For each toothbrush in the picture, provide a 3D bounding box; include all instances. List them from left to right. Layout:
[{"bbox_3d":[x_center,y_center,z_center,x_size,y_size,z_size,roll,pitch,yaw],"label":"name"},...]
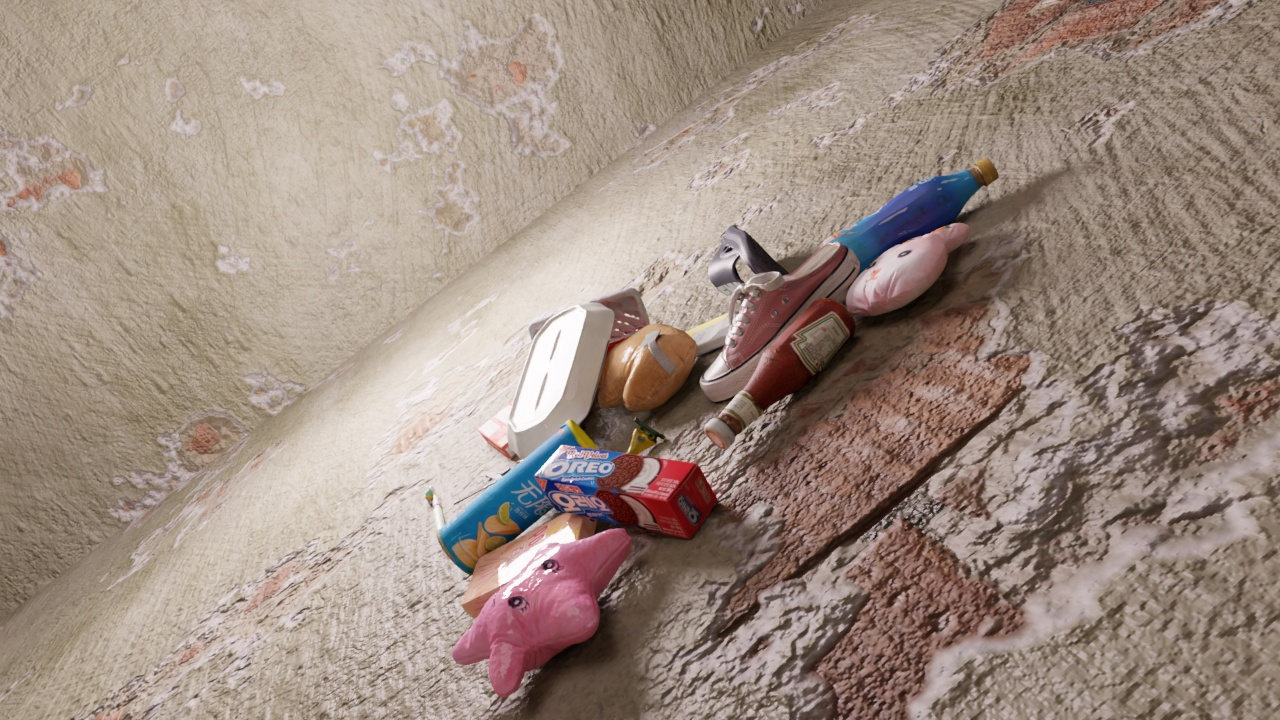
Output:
[{"bbox_3d":[-0.293,0.223,1.318,0.020,0.029,0.189,2,12,-18],"label":"toothbrush"}]

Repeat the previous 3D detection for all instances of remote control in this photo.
[{"bbox_3d":[0.117,-0.041,1.224,0.125,0.024,0.048,-24,22,33],"label":"remote control"}]

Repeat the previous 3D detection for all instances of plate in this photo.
[{"bbox_3d":[-0.118,0.017,1.273,0.162,0.034,0.265,-23,39,37],"label":"plate"}]

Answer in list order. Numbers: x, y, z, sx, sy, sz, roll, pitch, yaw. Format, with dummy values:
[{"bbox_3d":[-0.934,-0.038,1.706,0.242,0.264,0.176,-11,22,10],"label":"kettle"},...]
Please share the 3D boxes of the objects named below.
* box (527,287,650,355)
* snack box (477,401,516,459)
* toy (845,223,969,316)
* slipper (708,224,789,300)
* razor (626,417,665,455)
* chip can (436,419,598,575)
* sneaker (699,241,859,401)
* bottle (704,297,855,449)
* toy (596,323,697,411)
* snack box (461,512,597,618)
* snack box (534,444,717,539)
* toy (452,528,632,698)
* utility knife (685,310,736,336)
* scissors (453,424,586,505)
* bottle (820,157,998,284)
[{"bbox_3d":[-0.088,-0.032,1.374,0.201,0.100,0.094,-17,8,24],"label":"box"},{"bbox_3d":[-0.200,0.106,1.421,0.075,0.025,0.153,-40,20,-15],"label":"snack box"},{"bbox_3d":[0.298,-0.104,1.025,0.159,0.054,0.122,-40,11,-31],"label":"toy"},{"bbox_3d":[0.148,-0.119,1.260,0.083,0.110,0.268,-48,11,11],"label":"slipper"},{"bbox_3d":[-0.028,0.121,1.071,0.043,0.028,0.132,33,57,23],"label":"razor"},{"bbox_3d":[-0.142,0.163,1.098,0.210,0.071,0.071,-39,19,1],"label":"chip can"},{"bbox_3d":[0.146,-0.058,1.080,0.241,0.088,0.118,-46,16,10],"label":"sneaker"},{"bbox_3d":[0.149,0.016,0.989,0.205,0.060,0.060,-43,20,-18],"label":"bottle"},{"bbox_3d":[-0.007,0.007,1.239,0.143,0.082,0.226,-43,18,-21],"label":"toy"},{"bbox_3d":[-0.122,0.221,1.014,0.157,0.026,0.084,-30,20,18],"label":"snack box"},{"bbox_3d":[-0.020,0.134,0.953,0.208,0.058,0.057,2,41,46],"label":"snack box"},{"bbox_3d":[-0.080,0.226,0.858,0.194,0.074,0.179,-45,21,-27],"label":"toy"},{"bbox_3d":[0.070,-0.038,1.307,0.179,0.019,0.030,-18,22,39],"label":"utility knife"},{"bbox_3d":[-0.169,0.151,1.247,0.225,0.015,0.189,-32,10,7],"label":"scissors"},{"bbox_3d":[0.327,-0.172,1.110,0.219,0.065,0.065,-31,20,12],"label":"bottle"}]
